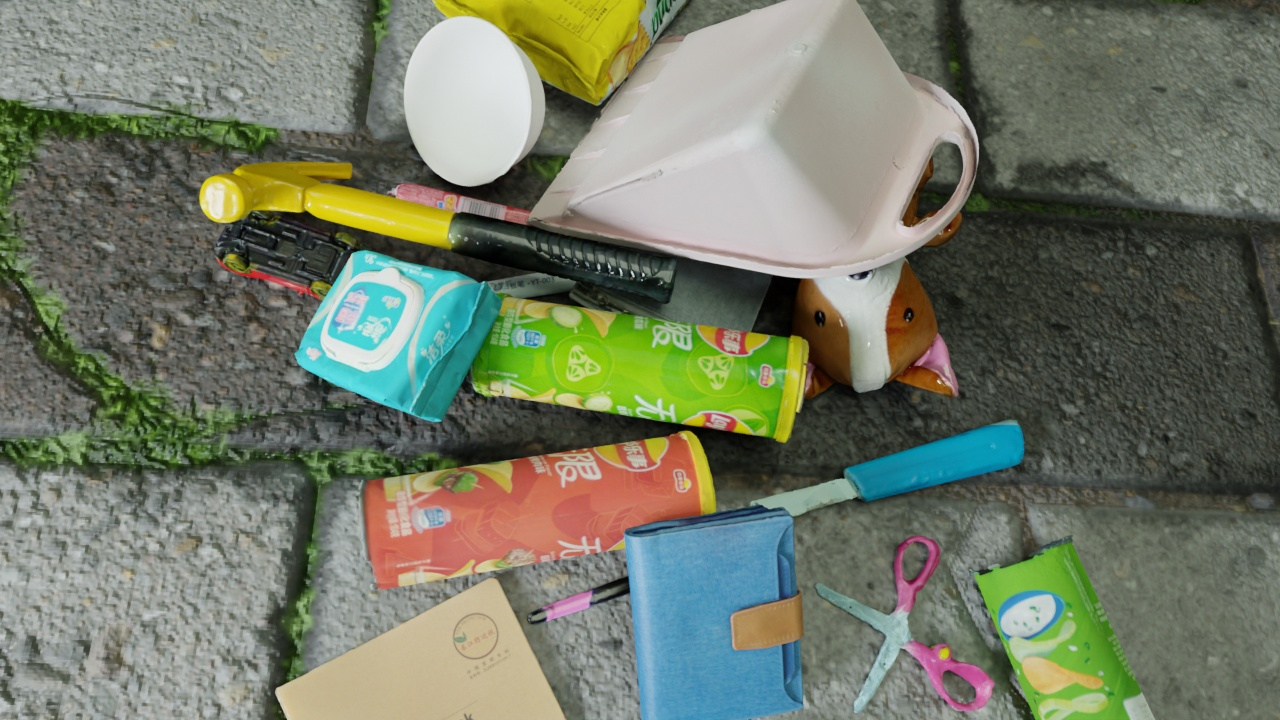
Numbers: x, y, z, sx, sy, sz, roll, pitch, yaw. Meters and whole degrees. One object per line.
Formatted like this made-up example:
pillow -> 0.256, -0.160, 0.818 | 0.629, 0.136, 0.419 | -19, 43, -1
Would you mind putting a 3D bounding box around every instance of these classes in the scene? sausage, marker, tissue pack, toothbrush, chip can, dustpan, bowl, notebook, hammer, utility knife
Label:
sausage -> -0.112, -0.108, 0.685 | 0.156, 0.020, 0.020 | 12, 67, -5
marker -> -0.103, -0.048, 0.664 | 0.130, 0.018, 0.022 | -10, 79, -12
tissue pack -> -0.155, -0.018, 0.588 | 0.134, 0.050, 0.093 | 15, 74, 40
toothbrush -> 0.016, 0.140, 0.609 | 0.189, 0.018, 0.014 | -16, 70, -13
chip can -> -0.065, 0.094, 0.585 | 0.216, 0.073, 0.073 | -7, 70, -11
dustpan -> 0.084, -0.144, 0.659 | 0.139, 0.274, 0.222 | 47, 62, -30
bowl -> -0.111, -0.192, 0.686 | 0.118, 0.119, 0.064 | 48, 32, 11
notebook -> -0.108, 0.256, 0.548 | 0.147, 0.008, 0.207 | -25, 75, -17
chip can -> -0.004, 0.004, 0.613 | 0.221, 0.073, 0.072 | 8, 67, 5
hammer -> -0.123, -0.087, 0.617 | 0.301, 0.128, 0.033 | 13, 110, 0
chip can -> 0.293, 0.235, 0.585 | 0.072, 0.072, 0.235 | -13, 71, -14
utility knife -> 0.180, 0.081, 0.656 | 0.218, 0.018, 0.034 | -12, 73, -15

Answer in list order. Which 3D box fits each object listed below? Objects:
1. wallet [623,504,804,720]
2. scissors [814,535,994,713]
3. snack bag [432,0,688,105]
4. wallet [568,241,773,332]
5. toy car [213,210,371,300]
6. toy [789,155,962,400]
wallet -> 0.047, 0.161, 0.567 | 0.106, 0.040, 0.133 | -6, 101, -10
scissors -> 0.180, 0.181, 0.620 | 0.133, 0.017, 0.133 | 28, 71, 7
snack bag -> -0.042, -0.323, 0.740 | 0.158, 0.068, 0.245 | 31, 60, 3
wallet -> 0.023, -0.053, 0.676 | 0.130, 0.037, 0.106 | 26, 58, -1
toy car -> -0.240, -0.072, 0.644 | 0.106, 0.031, 0.049 | 17, 68, -4
toy -> 0.159, -0.067, 0.660 | 0.140, 0.130, 0.199 | -2, 77, 16
